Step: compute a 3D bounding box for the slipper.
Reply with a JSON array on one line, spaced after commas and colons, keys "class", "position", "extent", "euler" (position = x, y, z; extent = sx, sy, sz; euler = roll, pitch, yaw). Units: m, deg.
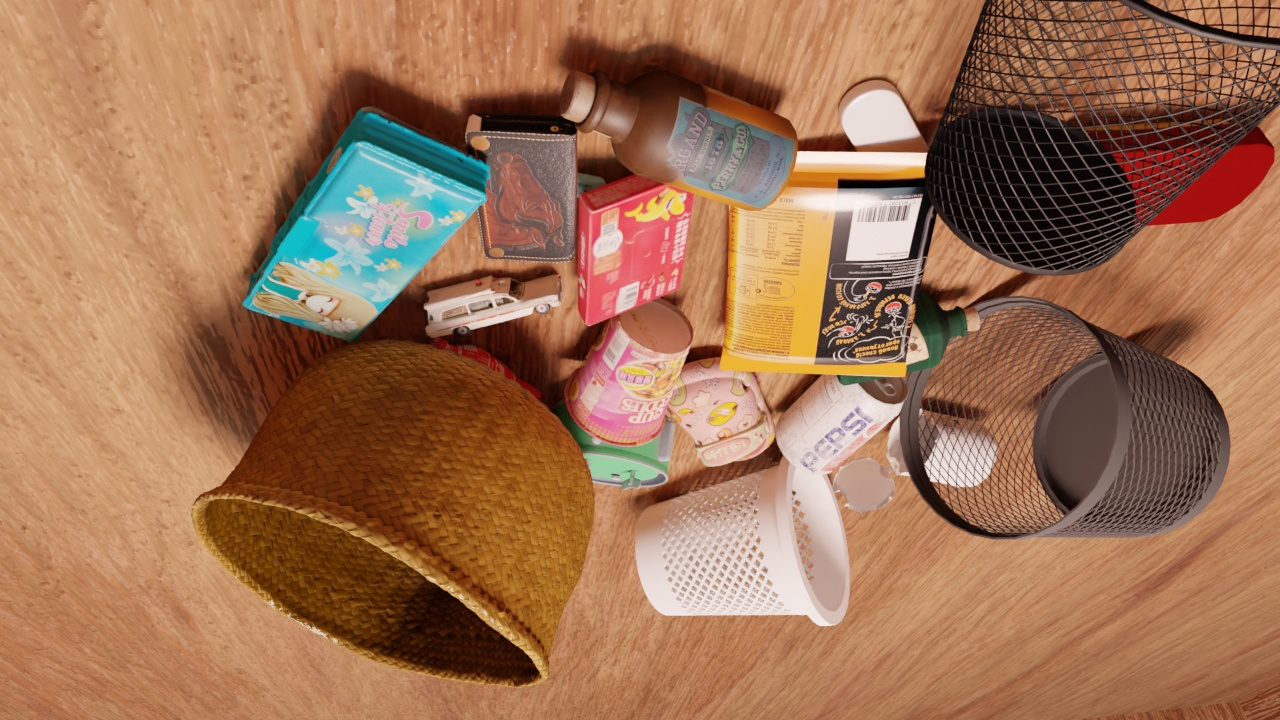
[{"class": "slipper", "position": [0.087, 0.067, 0.917], "extent": [0.093, 0.081, 0.197], "euler": [-21, 146, 16]}]

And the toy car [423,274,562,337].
[{"class": "toy car", "position": [-0.120, -0.050, 0.740], "extent": [0.113, 0.039, 0.039], "euler": [-15, 124, 7]}]

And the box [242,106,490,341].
[{"class": "box", "position": [-0.199, -0.086, 0.647], "extent": [0.094, 0.041, 0.227], "euler": [21, 144, -31]}]

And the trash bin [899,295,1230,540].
[{"class": "trash bin", "position": [0.411, 0.068, 0.879], "extent": [0.227, 0.217, 0.218], "euler": [11, 141, -33]}]

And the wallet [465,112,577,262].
[{"class": "wallet", "position": [-0.079, -0.117, 0.638], "extent": [0.072, 0.019, 0.123], "euler": [3, 145, -1]}]

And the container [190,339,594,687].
[{"class": "container", "position": [-0.193, 0.126, 0.781], "extent": [0.307, 0.196, 0.308], "euler": [14, 144, 10]}]

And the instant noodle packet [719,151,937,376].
[{"class": "instant noodle packet", "position": [0.146, -0.069, 0.731], "extent": [0.160, 0.032, 0.221], "euler": [2, 134, 5]}]

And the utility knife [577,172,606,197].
[{"class": "utility knife", "position": [-0.082, -0.133, 0.647], "extent": [0.126, 0.015, 0.022], "euler": [10, 142, -20]}]

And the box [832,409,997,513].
[{"class": "box", "position": [0.305, 0.118, 1.024], "extent": [0.140, 0.083, 0.142], "euler": [14, 127, -28]}]

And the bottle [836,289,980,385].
[{"class": "bottle", "position": [0.239, -0.025, 0.832], "extent": [0.131, 0.061, 0.061], "euler": [-12, 143, 5]}]

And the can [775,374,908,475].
[{"class": "can", "position": [0.200, 0.052, 0.921], "extent": [0.078, 0.078, 0.136], "euler": [8, 142, -23]}]

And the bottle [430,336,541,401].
[{"class": "bottle", "position": [-0.139, 0.017, 0.826], "extent": [0.042, 0.041, 0.141], "euler": [-22, 143, 19]}]

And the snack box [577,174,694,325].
[{"class": "snack box", "position": [-0.005, -0.087, 0.696], "extent": [0.089, 0.021, 0.133], "euler": [-23, 150, -19]}]

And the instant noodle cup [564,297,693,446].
[{"class": "instant noodle cup", "position": [-0.005, 0.005, 0.801], "extent": [0.097, 0.097, 0.109], "euler": [6, 136, -21]}]

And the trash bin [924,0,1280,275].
[{"class": "trash bin", "position": [0.273, -0.168, 0.540], "extent": [0.184, 0.183, 0.211], "euler": [-4, 151, -7]}]

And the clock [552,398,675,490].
[{"class": "clock", "position": [-0.039, 0.090, 0.911], "extent": [0.121, 0.075, 0.162], "euler": [17, 159, -21]}]

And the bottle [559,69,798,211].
[{"class": "bottle", "position": [0.022, -0.149, 0.597], "extent": [0.156, 0.067, 0.068], "euler": [12, 141, -28]}]

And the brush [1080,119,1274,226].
[{"class": "brush", "position": [0.388, -0.146, 0.706], "extent": [0.173, 0.041, 0.082], "euler": [-5, 146, -6]}]

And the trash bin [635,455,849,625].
[{"class": "trash bin", "position": [0.113, 0.217, 1.064], "extent": [0.200, 0.195, 0.195], "euler": [-15, 147, 26]}]

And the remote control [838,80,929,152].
[{"class": "remote control", "position": [0.185, -0.155, 0.673], "extent": [0.043, 0.013, 0.136], "euler": [-26, 142, 23]}]
